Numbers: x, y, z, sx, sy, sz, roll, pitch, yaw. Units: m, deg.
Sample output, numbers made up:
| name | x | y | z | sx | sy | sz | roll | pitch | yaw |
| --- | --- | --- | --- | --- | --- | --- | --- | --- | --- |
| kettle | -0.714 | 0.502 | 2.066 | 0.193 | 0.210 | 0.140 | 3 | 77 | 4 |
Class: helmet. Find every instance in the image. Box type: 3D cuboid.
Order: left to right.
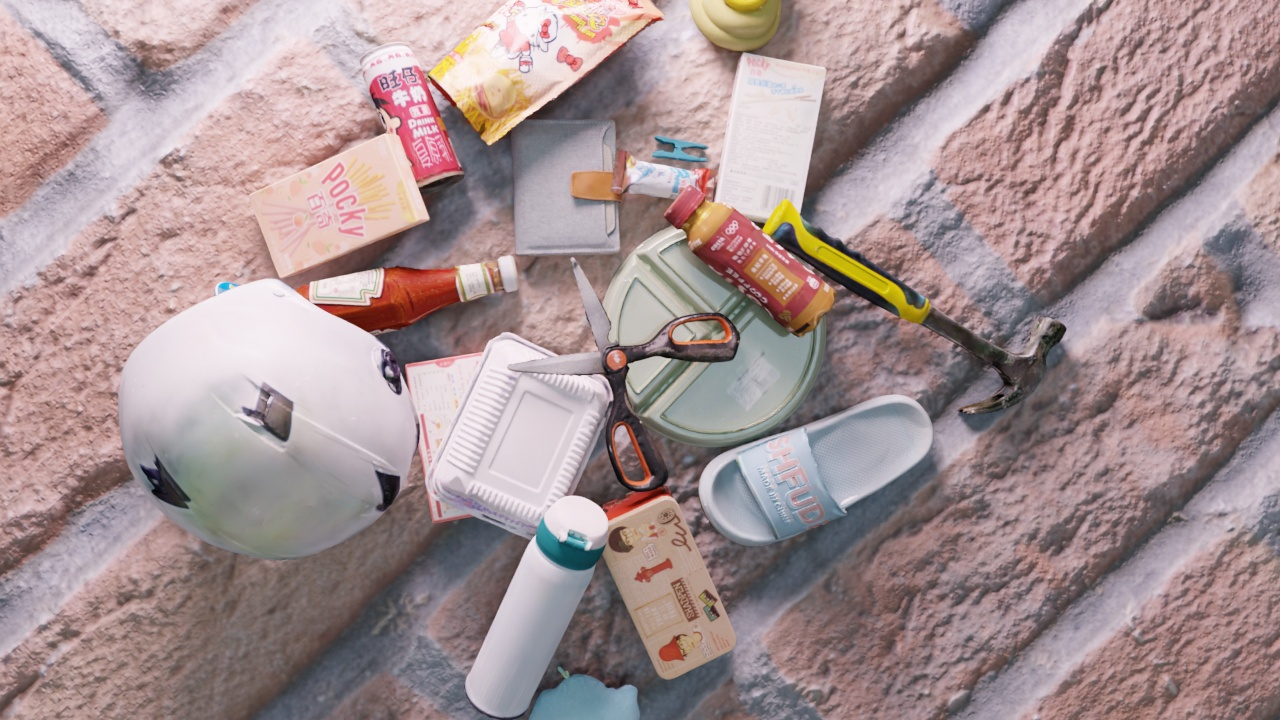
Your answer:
| name | x | y | z | sx | sy | sz | roll | pitch | yaw |
| --- | --- | --- | --- | --- | --- | --- | --- | --- | --- |
| helmet | -0.306 | 0.076 | 0.772 | 0.229 | 0.145 | 0.259 | -31 | 124 | 7 |

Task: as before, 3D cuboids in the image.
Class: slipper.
| name | x | y | z | sx | sy | sz | roll | pitch | yaw |
| --- | --- | --- | --- | --- | --- | --- | --- | --- | --- |
| slipper | 0.094 | -0.396 | 0.869 | 0.091 | 0.081 | 0.190 | 2 | 89 | -2 |
| slipper | 0.178 | 0.108 | 0.895 | 0.245 | 0.074 | 0.104 | -24 | 94 | -5 |

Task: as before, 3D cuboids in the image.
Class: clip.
| name | x | y | z | sx | sy | sz | roll | pitch | yaw |
| --- | --- | --- | --- | --- | --- | --- | --- | --- | --- |
| clip | 0.039 | -0.206 | 0.903 | 0.057 | 0.014 | 0.046 | 6 | 90 | -3 |

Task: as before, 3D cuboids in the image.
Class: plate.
| name | x | y | z | sx | sy | sz | roll | pitch | yaw |
| --- | --- | --- | --- | --- | --- | --- | --- | --- | --- |
| plate | 0.074 | -0.027 | 0.906 | 0.230 | 0.027 | 0.230 | 0 | 93 | -4 |

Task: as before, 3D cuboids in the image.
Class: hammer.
| name | x | y | z | sx | sy | sz | roll | pitch | yaw |
| --- | --- | --- | --- | --- | --- | --- | --- | --- | --- |
| hammer | 0.261 | -0.054 | 0.904 | 0.323 | 0.032 | 0.126 | 29 | 90 | -10 |

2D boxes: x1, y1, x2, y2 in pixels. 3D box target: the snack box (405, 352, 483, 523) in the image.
| name | x | y | z | sx | sy | sz | roll | pitch | yaw |
| --- | --- | --- | --- | --- | --- | --- | --- | --- | --- |
| snack box | -0.176 | 0.074 | 0.890 | 0.077 | 0.027 | 0.156 | -9 | 93 | -4 |

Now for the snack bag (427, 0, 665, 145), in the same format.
| name | x | y | z | sx | sy | sz | roll | pitch | yaw |
| --- | --- | --- | --- | --- | --- | --- | --- | --- | --- |
| snack bag | -0.093 | -0.298 | 0.860 | 0.208 | 0.073 | 0.128 | -40 | 67 | -1 |

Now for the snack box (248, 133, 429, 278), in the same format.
| name | x | y | z | sx | sy | sz | roll | pitch | yaw |
| --- | --- | --- | --- | --- | --- | --- | --- | --- | --- |
| snack box | -0.281 | -0.142 | 0.852 | 0.157 | 0.026 | 0.084 | -19 | 94 | 16 |

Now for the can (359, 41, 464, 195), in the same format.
| name | x | y | z | sx | sy | sz | roll | pitch | yaw |
| --- | --- | --- | --- | --- | --- | --- | --- | --- | --- |
| can | -0.215 | -0.226 | 0.864 | 0.053 | 0.053 | 0.133 | -22 | 94 | -3 |

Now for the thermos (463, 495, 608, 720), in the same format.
| name | x | y | z | sx | sy | sz | roll | pitch | yaw |
| --- | --- | --- | --- | --- | --- | --- | --- | --- | --- |
| thermos | -0.094 | 0.226 | 0.847 | 0.073 | 0.073 | 0.225 | 23 | 111 | -5 |

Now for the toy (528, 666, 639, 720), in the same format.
| name | x | y | z | sx | sy | sz | roll | pitch | yaw |
| --- | --- | --- | --- | --- | --- | --- | --- | --- | --- |
| toy | -0.064 | 0.377 | 0.899 | 0.161 | 0.049 | 0.156 | -25 | 101 | 5 |

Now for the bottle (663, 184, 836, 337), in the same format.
| name | x | y | z | sx | sy | sz | roll | pitch | yaw |
| --- | --- | --- | --- | --- | --- | --- | --- | --- | --- |
| bottle | 0.101 | -0.096 | 0.862 | 0.175 | 0.057 | 0.057 | 38 | 89 | -5 |

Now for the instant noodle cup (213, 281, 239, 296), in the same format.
| name | x | y | z | sx | sy | sz | roll | pitch | yaw |
| --- | --- | --- | --- | --- | --- | --- | --- | --- | --- |
| instant noodle cup | -0.384 | 0.000 | 0.843 | 0.110 | 0.099 | 0.099 | -43 | 94 | 5 |

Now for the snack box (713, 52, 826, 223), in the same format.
| name | x | y | z | sx | sy | sz | roll | pitch | yaw |
| --- | --- | --- | --- | --- | --- | --- | --- | --- | --- |
| snack box | 0.126 | -0.215 | 0.903 | 0.084 | 0.027 | 0.157 | 10 | 91 | -4 |

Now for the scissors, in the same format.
| name | x | y | z | sx | sy | sz | roll | pitch | yaw |
| --- | --- | --- | --- | --- | --- | --- | --- | --- | --- |
| scissors | -0.005 | 0.006 | 0.850 | 0.220 | 0.022 | 0.230 | -23 | 98 | -17 |

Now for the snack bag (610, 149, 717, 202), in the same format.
| name | x | y | z | sx | sy | sz | roll | pitch | yaw |
| --- | --- | --- | --- | --- | --- | --- | --- | --- | --- |
| snack bag | 0.023 | -0.174 | 0.890 | 0.104 | 0.026 | 0.048 | 11 | 80 | -21 |

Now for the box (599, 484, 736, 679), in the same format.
| name | x | y | z | sx | sy | sz | roll | pitch | yaw |
| --- | --- | --- | --- | --- | --- | --- | --- | --- | --- |
| box | 0.019 | 0.210 | 0.893 | 0.091 | 0.077 | 0.168 | -24 | 100 | -4 |

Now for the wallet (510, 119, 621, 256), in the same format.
| name | x | y | z | sx | sy | sz | roll | pitch | yaw |
| --- | --- | --- | --- | --- | --- | --- | --- | --- | --- |
| wallet | -0.070 | -0.167 | 0.885 | 0.106 | 0.037 | 0.129 | -2 | 92 | -4 |

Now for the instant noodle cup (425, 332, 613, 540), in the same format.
| name | x | y | z | sx | sy | sz | roll | pitch | yaw |
| --- | --- | --- | --- | --- | --- | --- | --- | --- | --- |
| instant noodle cup | -0.106 | 0.074 | 0.860 | 0.138 | 0.060 | 0.173 | 26 | 84 | -16 |

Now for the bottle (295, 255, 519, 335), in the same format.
| name | x | y | z | sx | sy | sz | roll | pitch | yaw |
| --- | --- | --- | --- | --- | --- | --- | --- | --- | --- |
| bottle | -0.218 | -0.062 | 0.869 | 0.206 | 0.060 | 0.060 | -13 | 93 | -7 |
